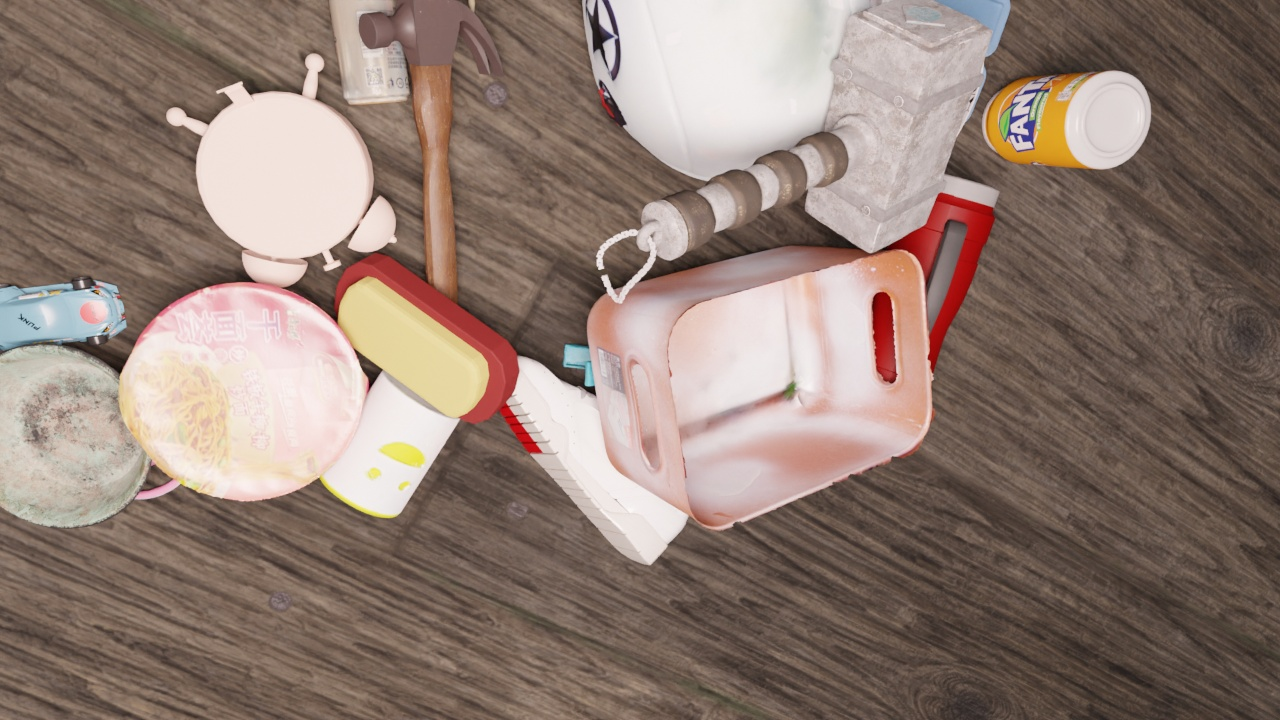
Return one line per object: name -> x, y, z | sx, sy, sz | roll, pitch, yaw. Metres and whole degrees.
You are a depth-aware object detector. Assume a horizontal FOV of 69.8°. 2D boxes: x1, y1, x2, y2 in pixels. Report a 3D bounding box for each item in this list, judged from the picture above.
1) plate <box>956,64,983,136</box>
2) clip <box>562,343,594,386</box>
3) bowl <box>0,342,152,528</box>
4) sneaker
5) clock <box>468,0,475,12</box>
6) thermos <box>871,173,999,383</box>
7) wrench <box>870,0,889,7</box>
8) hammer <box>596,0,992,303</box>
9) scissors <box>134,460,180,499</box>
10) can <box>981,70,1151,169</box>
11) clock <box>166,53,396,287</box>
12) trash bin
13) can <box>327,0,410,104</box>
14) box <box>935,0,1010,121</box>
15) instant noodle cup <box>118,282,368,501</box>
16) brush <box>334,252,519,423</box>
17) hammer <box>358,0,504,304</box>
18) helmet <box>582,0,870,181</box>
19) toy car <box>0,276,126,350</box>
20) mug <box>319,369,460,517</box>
plate -> 0.225, -0.208, 0.803 | 0.188, 0.016, 0.189 | -28, 145, -22
clip -> -0.010, 0.002, 0.853 | 0.120, 0.104, 0.027 | 2, 106, -19
bowl -> -0.479, 0.060, 0.767 | 0.157, 0.038, 0.157 | 0, 102, -1
sneaker -> -0.036, 0.072, 0.849 | 0.104, 0.090, 0.236 | -44, 101, -20
clock -> -0.126, -0.355, 0.726 | 0.093, 0.054, 0.141 | 32, 99, -17
thermos -> 0.263, -0.070, 0.849 | 0.084, 0.108, 0.199 | 16, 104, 3
wrench -> 0.195, -0.375, 0.760 | 0.018, 0.066, 0.273 | -8, 103, -8
hammer -> 0.103, -0.131, 0.645 | 0.325, 0.079, 0.177 | -28, 143, -29
scissors -> -0.393, 0.056, 0.806 | 0.170, 0.013, 0.173 | -17, 107, -5
can -> 0.371, -0.212, 0.813 | 0.079, 0.142, 0.079 | -3, 105, -10
clock -> -0.285, -0.146, 0.741 | 0.131, 0.086, 0.160 | -23, 114, -4
trash bin -> 0.100, 0.007, 0.781 | 0.259, 0.157, 0.182 | -17, 108, -27
can -> -0.219, -0.275, 0.730 | 0.054, 0.054, 0.136 | -8, 106, -9
box -> 0.227, -0.298, 0.826 | 0.209, 0.021, 0.125 | 14, 101, -14
instant noodle cup -> -0.324, 0.021, 0.769 | 0.178, 0.078, 0.179 | -3, 100, -14
brush -> -0.185, -0.015, 0.768 | 0.173, 0.041, 0.082 | 35, 125, 6
hammer -> -0.168, -0.133, 0.770 | 0.115, 0.033, 0.323 | -20, 121, -43
helmet -> 0.078, -0.260, 0.723 | 0.236, 0.163, 0.264 | -16, 114, -1
toy car -> -0.487, -0.035, 0.755 | 0.107, 0.027, 0.060 | -8, 106, -9
mug -> -0.220, 0.072, 0.807 | 0.082, 0.082, 0.106 | 32, 95, -17
